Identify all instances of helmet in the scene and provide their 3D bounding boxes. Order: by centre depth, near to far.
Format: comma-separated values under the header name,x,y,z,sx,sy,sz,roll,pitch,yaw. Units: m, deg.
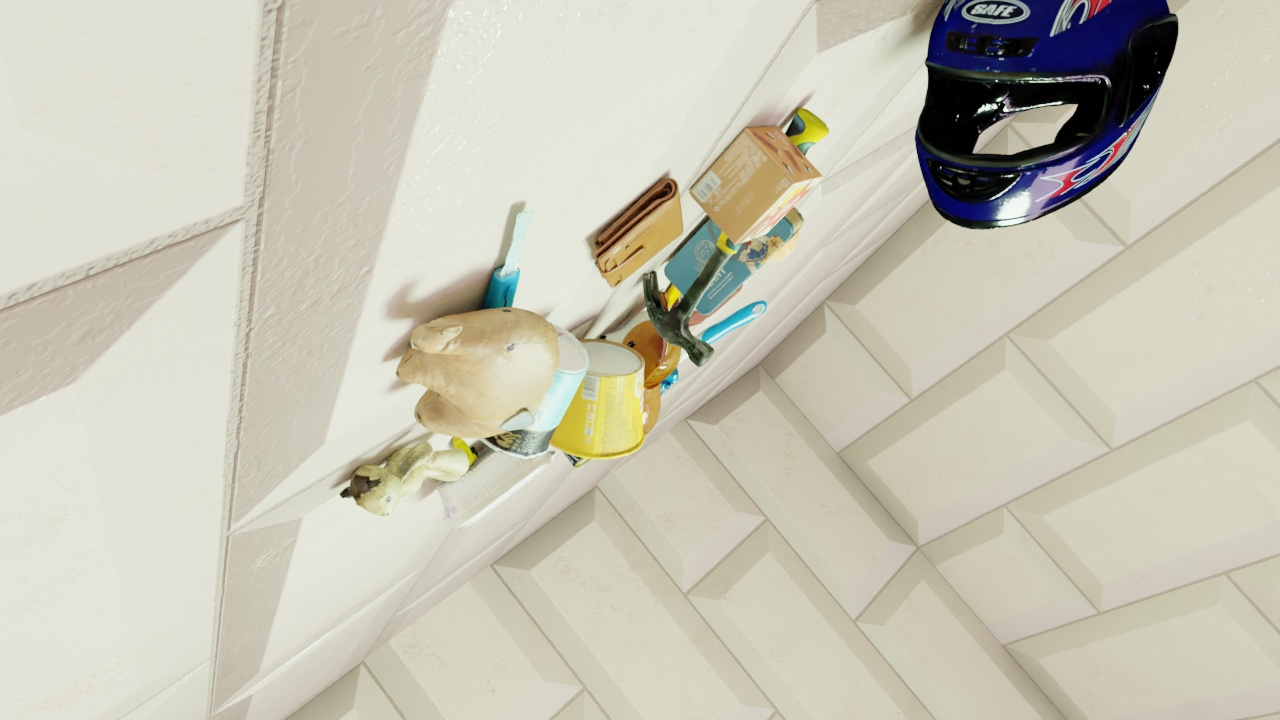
name,x,y,z,sx,sy,sz,roll,pitch,yaw
helmet,0.427,-0.324,1.005,0.314,0.247,0.240,-43,131,-23

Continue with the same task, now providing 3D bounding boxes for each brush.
name,x,y,z,sx,sy,sz,roll,pitch,yaw
brush,0.054,-0.001,1.404,0.315,0.060,0.109,-26,-160,16

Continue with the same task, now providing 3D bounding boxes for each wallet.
name,x,y,z,sx,sy,sz,roll,pitch,yaw
wallet,-0.001,-0.124,0.923,0.108,0.031,0.132,-41,170,-3

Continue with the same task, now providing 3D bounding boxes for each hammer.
name,x,y,z,sx,sy,sz,roll,pitch,yaw
hammer,0.107,-0.148,1.069,0.031,0.126,0.324,-24,153,-55

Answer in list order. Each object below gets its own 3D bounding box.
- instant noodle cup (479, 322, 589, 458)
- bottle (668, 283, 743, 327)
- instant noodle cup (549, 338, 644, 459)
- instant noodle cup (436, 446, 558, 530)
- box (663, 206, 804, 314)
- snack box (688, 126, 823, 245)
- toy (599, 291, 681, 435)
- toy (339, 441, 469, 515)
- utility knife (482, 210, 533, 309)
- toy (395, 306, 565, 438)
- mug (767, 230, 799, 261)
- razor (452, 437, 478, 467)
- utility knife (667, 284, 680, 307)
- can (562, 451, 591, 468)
name,x,y,z,sx,sy,sz,roll,pitch,yaw
instant noodle cup,-0.117,0.025,0.984,0.121,0.111,0.111,-55,165,31
bottle,0.072,-0.077,1.397,0.059,0.060,0.207,-31,174,-47
instant noodle cup,-0.056,0.042,1.150,0.137,0.138,0.110,-29,133,-53
instant noodle cup,-0.213,0.163,1.304,0.173,0.060,0.138,-38,-170,-21
box,0.110,-0.137,1.133,0.185,0.090,0.061,-47,176,31
snack box,0.123,-0.186,0.970,0.093,0.077,0.094,-45,170,31
toy,-0.008,0.007,1.281,0.200,0.130,0.140,-60,-159,28
toy,-0.254,0.129,1.015,0.105,0.066,0.157,-25,172,31
utility knife,-0.116,-0.063,0.780,0.034,0.018,0.237,-34,169,-27
toy,-0.134,-0.002,0.781,0.143,0.082,0.226,-25,159,-14
mug,0.169,-0.183,1.217,0.078,0.078,0.122,-40,167,3
razor,-0.235,0.123,1.213,0.043,0.028,0.133,-34,168,-16
utility knife,0.051,-0.105,1.294,0.033,0.015,0.164,-30,169,-27
can,-0.099,0.091,1.342,0.075,0.111,0.075,-37,170,-7
